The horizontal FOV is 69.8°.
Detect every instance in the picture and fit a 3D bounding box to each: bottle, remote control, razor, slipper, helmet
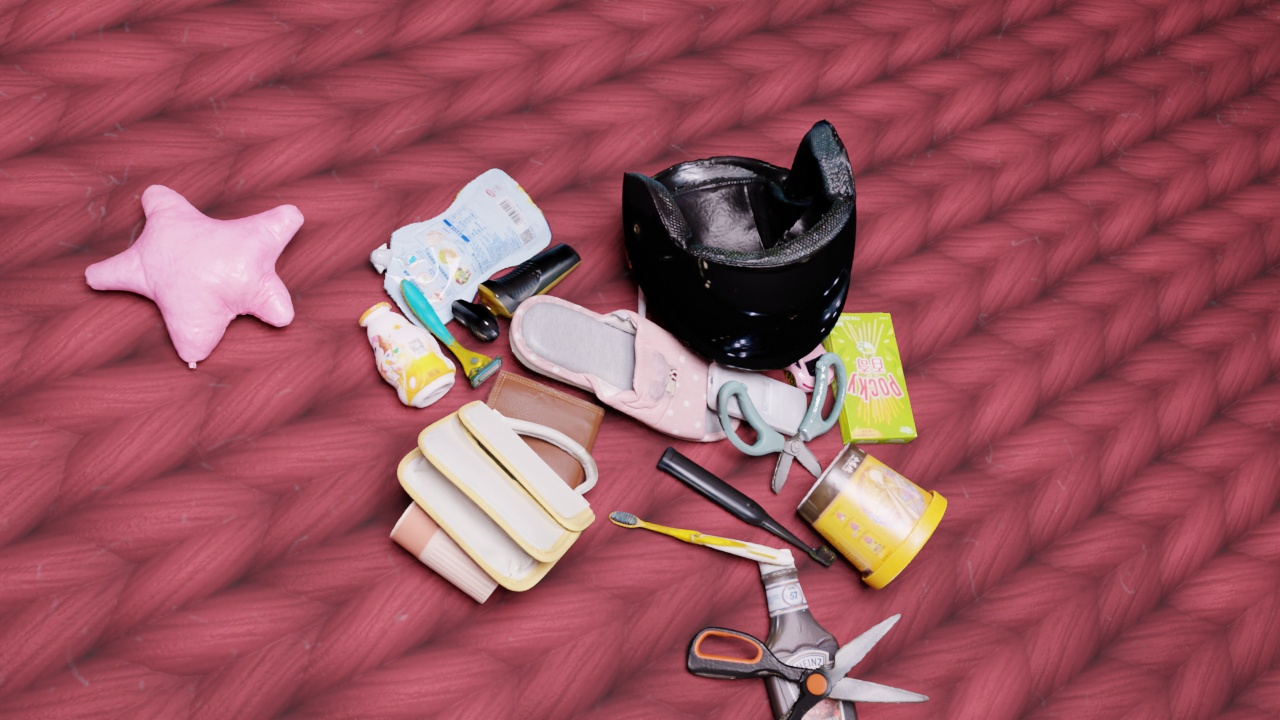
[{"bbox_3d":[-0.235,-0.007,0.917,0.063,0.063,0.108,-35,80,-25],"label":"bottle"},{"bbox_3d":[0.128,0.042,0.998,0.136,0.020,0.055,19,63,-31],"label":"remote control"},{"bbox_3d":[-0.200,-0.031,0.935,0.132,0.028,0.043,47,59,1],"label":"razor"},{"bbox_3d":[0.157,0.287,0.913,0.080,0.044,0.194,-8,69,-11],"label":"bottle"},{"bbox_3d":[-0.006,0.006,0.958,0.274,0.055,0.114,25,61,-17],"label":"slipper"},{"bbox_3d":[-0.127,-0.077,0.986,0.062,0.068,0.167,33,51,23],"label":"razor"},{"bbox_3d":[0.103,-0.122,0.972,0.233,0.230,0.274,-15,29,-11],"label":"helmet"}]

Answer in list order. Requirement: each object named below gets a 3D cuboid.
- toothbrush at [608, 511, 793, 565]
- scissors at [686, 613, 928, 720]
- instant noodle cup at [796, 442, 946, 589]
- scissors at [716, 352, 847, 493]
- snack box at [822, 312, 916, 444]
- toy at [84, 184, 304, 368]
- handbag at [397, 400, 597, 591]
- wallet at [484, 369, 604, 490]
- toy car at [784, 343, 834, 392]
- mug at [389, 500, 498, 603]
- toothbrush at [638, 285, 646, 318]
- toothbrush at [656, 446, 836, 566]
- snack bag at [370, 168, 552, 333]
[{"bbox_3d":[0.061,0.178,0.924,0.191,0.018,0.016,13,69,5],"label":"toothbrush"},{"bbox_3d":[0.146,0.315,0.867,0.221,0.021,0.227,22,82,17],"label":"scissors"},{"bbox_3d":[0.235,0.156,0.954,0.114,0.119,0.118,38,63,12],"label":"instant noodle cup"},{"bbox_3d":[0.154,0.050,0.983,0.170,0.019,0.171,33,76,-30],"label":"scissors"},{"bbox_3d":[0.263,0.020,1.065,0.085,0.026,0.156,0,68,-15],"label":"snack box"},{"bbox_3d":[-0.433,-0.081,0.891,0.194,0.075,0.178,6,76,-9],"label":"toy"},{"bbox_3d":[-0.110,0.103,0.847,0.163,0.063,0.178,44,34,5],"label":"handbag"},{"bbox_3d":[-0.107,0.076,0.937,0.124,0.032,0.101,21,67,-6],"label":"wallet"},{"bbox_3d":[0.178,-0.020,1.053,0.056,0.037,0.122,-23,74,-24],"label":"toy car"},{"bbox_3d":[-0.160,0.156,0.867,0.106,0.082,0.114,37,33,0],"label":"mug"},{"bbox_3d":[0.005,-0.047,1.028,0.016,0.016,0.179,9,66,-19],"label":"toothbrush"},{"bbox_3d":[0.113,0.156,0.965,0.212,0.027,0.026,32,32,0],"label":"toothbrush"},{"bbox_3d":[-0.193,-0.121,0.990,0.190,0.039,0.110,-41,101,-24],"label":"snack bag"}]
